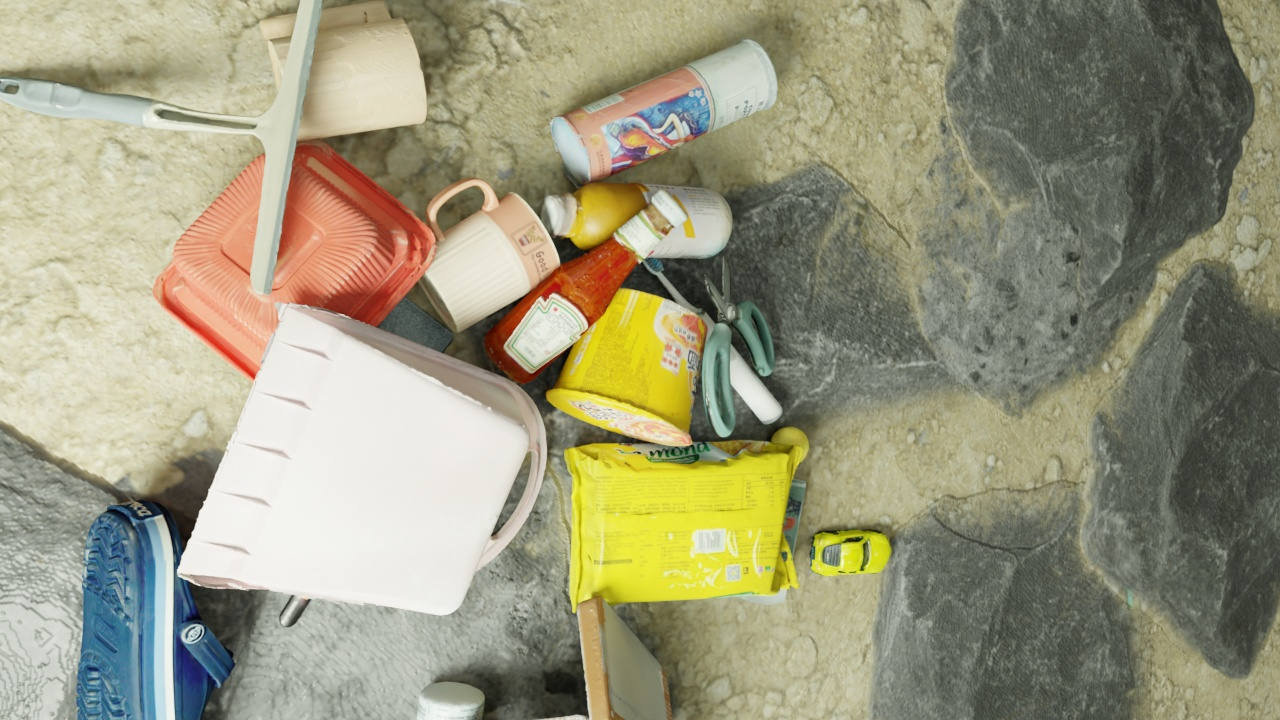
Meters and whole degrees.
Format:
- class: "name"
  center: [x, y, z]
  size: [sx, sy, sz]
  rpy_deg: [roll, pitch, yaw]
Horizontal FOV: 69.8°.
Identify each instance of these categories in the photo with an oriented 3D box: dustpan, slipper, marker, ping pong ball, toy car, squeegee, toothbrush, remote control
- class: "dustpan"
  center: [-0.203, 0.094, 0.756]
  size: [0.273, 0.139, 0.222]
  rpy_deg: [25, 93, -18]
- class: "slipper"
  center: [-0.371, 0.227, 0.709]
  size: [0.095, 0.105, 0.253]
  rpy_deg: [-10, 104, -50]
- class: "marker"
  center: [-0.272, 0.173, 0.789]
  size: [0.018, 0.015, 0.123]
  rpy_deg: [34, 82, -20]
- class: "ping pong ball"
  center: [0.155, 0.089, 0.956]
  size: [0.040, 0.040, 0.040]
  rpy_deg: [-1, 93, -24]
- class: "toy car"
  center: [0.233, 0.211, 1.002]
  size: [0.105, 0.032, 0.048]
  rpy_deg: [3, 91, -25]
- class: "squeegee"
  center: [-0.359, -0.184, 0.680]
  size: [0.246, 0.039, 0.246]
  rpy_deg: [8, 87, 6]
- class: "toothbrush"
  center: [0.071, -0.022, 0.920]
  size: [0.221, 0.026, 0.026]
  rpy_deg: [50, 62, -18]
- class: "remote control"
  center: [0.137, 0.188, 0.965]
  size: [0.056, 0.019, 0.135]
  rpy_deg: [12, 88, -24]

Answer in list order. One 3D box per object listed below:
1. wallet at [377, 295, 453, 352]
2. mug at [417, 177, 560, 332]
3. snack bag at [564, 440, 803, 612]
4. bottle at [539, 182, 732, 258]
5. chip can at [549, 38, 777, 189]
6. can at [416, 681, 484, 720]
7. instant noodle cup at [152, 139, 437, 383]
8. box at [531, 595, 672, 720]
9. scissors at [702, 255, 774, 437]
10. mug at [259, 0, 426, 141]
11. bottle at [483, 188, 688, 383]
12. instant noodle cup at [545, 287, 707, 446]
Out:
- class: "wallet"
  center: [-0.233, -0.004, 0.794]
  size: [0.097, 0.019, 0.120]
  rpy_deg: [41, 76, -22]
- class: "mug"
  center: [-0.141, -0.096, 0.789]
  size: [0.105, 0.082, 0.114]
  rpy_deg: [-34, 122, -17]
- class: "snack bag"
  center: [0.044, 0.160, 0.887]
  size: [0.246, 0.068, 0.158]
  rpy_deg: [0, 93, -19]
- class: "bottle"
  center: [-0.003, -0.129, 0.843]
  size: [0.189, 0.068, 0.068]
  rpy_deg: [-3, 94, -35]
- class: "chip can"
  center: [0.023, -0.234, 0.864]
  size: [0.214, 0.071, 0.071]
  rpy_deg: [-27, 103, -19]
- class: "can"
  center: [-0.176, 0.367, 0.817]
  size: [0.058, 0.058, 0.146]
  rpy_deg: [7, 90, -24]
- class: "instant noodle cup"
  center: [-0.271, -0.080, 0.712]
  size: [0.164, 0.079, 0.188]
  rpy_deg: [36, 77, 7]
- class: "box"
  center: [-0.060, 0.335, 0.820]
  size: [0.157, 0.192, 0.183]
  rpy_deg: [-13, 132, 15]
- class: "scissors"
  center: [0.095, -0.008, 0.874]
  size: [0.178, 0.019, 0.170]
  rpy_deg: [18, 69, -59]
- class: "mug"
  center: [-0.242, -0.240, 0.742]
  size: [0.103, 0.084, 0.124]
  rpy_deg: [-17, 65, -21]
- class: "bottle"
  center: [-0.045, -0.065, 0.784]
  size: [0.206, 0.059, 0.060]
  rpy_deg: [-42, 110, 9]
- class: "instant noodle cup"
  center: [-0.005, 0.005, 0.837]
  size: [0.138, 0.138, 0.109]
  rpy_deg: [25, 74, -23]
